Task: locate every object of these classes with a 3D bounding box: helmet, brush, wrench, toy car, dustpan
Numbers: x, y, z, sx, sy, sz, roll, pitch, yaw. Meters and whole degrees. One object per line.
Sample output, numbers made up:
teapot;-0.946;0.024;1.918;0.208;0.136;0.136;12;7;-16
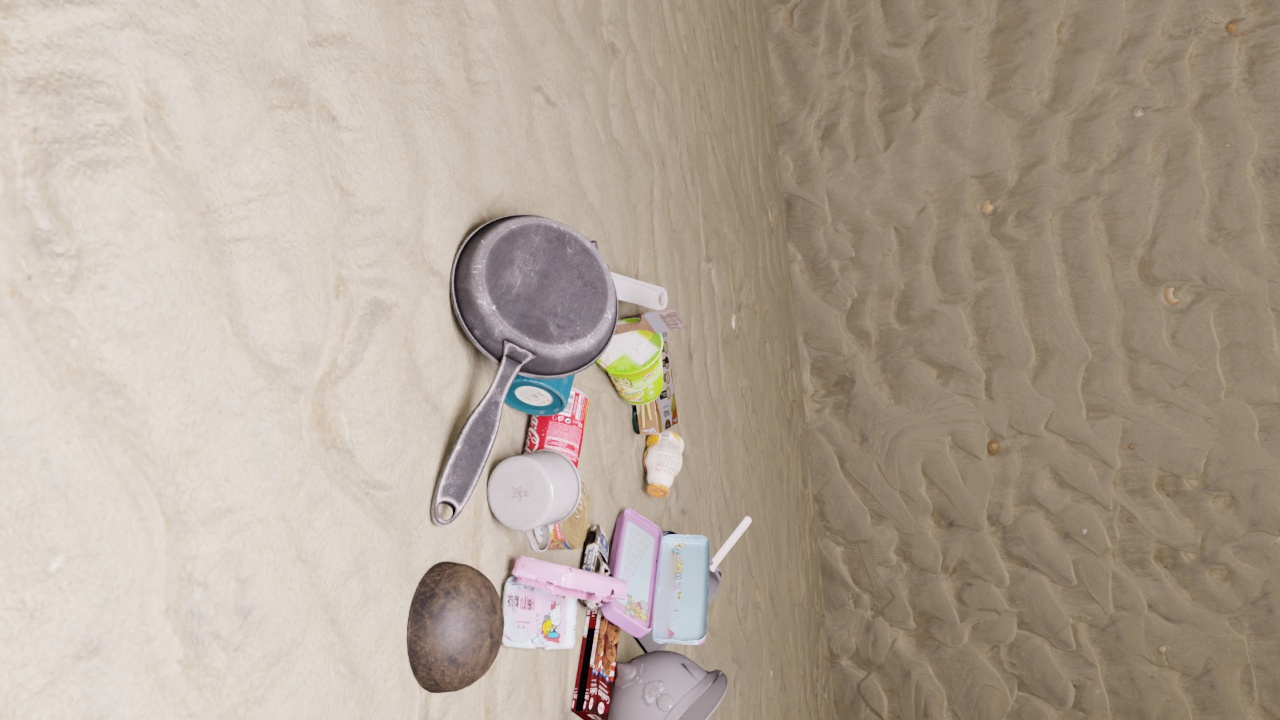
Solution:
helmet;0.009;0.448;1.226;0.183;0.117;0.272;-44;174;-21
brush;-0.010;-0.046;1.255;0.045;0.143;0.008;50;38;-47
wrench;-0.032;-0.093;1.303;0.272;0.018;0.086;11;84;-59
toy car;-0.057;0.272;1.213;0.048;0.041;0.112;65;27;-49
dustpan;0.083;0.335;1.421;0.257;0.033;0.163;-48;141;-19

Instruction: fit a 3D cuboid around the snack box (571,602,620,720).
snack box;-0.056;0.394;1.204;0.051;0.032;0.140;62;30;-51

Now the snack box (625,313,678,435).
snack box;0.019;0.018;1.463;0.100;0.032;0.186;-19;103;-69

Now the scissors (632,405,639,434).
scissors;0.016;0.058;1.514;0.209;0.015;0.146;8;76;-70

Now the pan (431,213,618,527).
pan;-0.131;0.000;0.931;0.187;0.055;0.355;27;62;-16

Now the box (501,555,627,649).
box;-0.090;0.290;1.062;0.202;0.087;0.102;44;58;-64

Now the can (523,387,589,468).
can;-0.099;0.086;1.076;0.064;0.064;0.104;52;43;-59

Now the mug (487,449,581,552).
mug;-0.116;0.155;0.997;0.070;0.084;0.113;2;89;-69

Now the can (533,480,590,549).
can;-0.095;0.186;1.111;0.086;0.043;0.086;-3;90;-72

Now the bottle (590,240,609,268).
bottle;-0.057;-0.116;1.307;0.030;0.030;0.113;-60;142;-59

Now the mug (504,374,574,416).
mug;-0.101;-0.006;1.028;0.083;0.114;0.107;37;50;-33

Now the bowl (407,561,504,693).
bowl;-0.164;0.253;0.871;0.121;0.056;0.121;-3;90;-72

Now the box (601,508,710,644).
box;0.025;0.302;1.278;0.213;0.150;0.049;-79;-172;-60

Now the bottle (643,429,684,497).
bottle;0.035;0.166;1.474;0.063;0.063;0.108;65;27;-47

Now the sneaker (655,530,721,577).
sneaker;0.036;0.316;1.474;0.083;0.098;0.241;-51;143;6

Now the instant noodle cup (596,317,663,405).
instant noodle cup;-0.008;0.008;1.343;0.108;0.099;0.098;73;22;-54
